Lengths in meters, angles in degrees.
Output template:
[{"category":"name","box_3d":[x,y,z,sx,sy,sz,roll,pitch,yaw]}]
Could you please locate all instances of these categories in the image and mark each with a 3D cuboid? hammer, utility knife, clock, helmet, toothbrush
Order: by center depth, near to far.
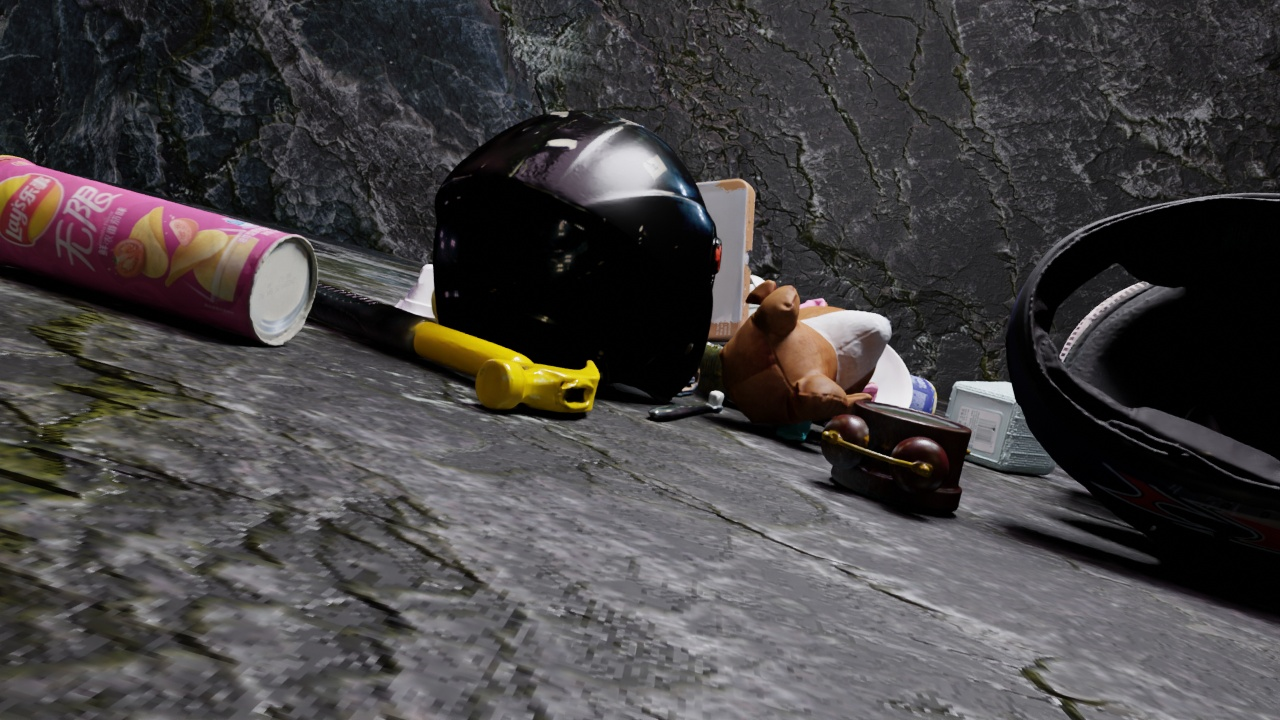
[{"category":"clock","box_3d":[0.161,0.060,0.579,0.082,0.055,0.121,18,7,34]},{"category":"helmet","box_3d":[0.411,0.028,0.631,0.316,0.247,0.240,10,-18,18]},{"category":"hammer","box_3d":[-0.152,-0.015,0.652,0.301,0.033,0.128,18,5,35]},{"category":"toothbrush","box_3d":[0.040,0.037,0.741,0.016,0.018,0.180,19,7,19]},{"category":"helmet","box_3d":[-0.051,-0.098,0.776,0.234,0.231,0.273,16,43,19]},{"category":"utility knife","box_3d":[0.136,0.058,0.814,0.029,0.013,0.151,12,6,12]}]

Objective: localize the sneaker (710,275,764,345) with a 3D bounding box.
[{"category":"sneaker","box_3d":[0.078,-0.055,1.184,0.089,0.090,0.243,-4,-5,-37]}]

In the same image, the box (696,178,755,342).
[{"category":"box","box_3d":[0.004,-0.108,1.046,0.105,0.178,0.261,10,-8,-39]}]

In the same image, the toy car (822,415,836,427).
[{"category":"toy car","box_3d":[0.232,0.066,0.865,0.122,0.037,0.056,12,3,-11]}]

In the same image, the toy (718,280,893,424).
[{"category":"toy","box_3d":[0.155,-0.006,0.801,0.131,0.140,0.199,-25,-12,25]}]

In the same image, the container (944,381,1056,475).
[{"category":"container","box_3d":[0.386,0.070,0.983,0.111,0.090,0.090,6,8,-42]}]

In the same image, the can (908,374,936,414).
[{"category":"can","box_3d":[0.294,0.046,1.074,0.049,0.074,0.148,17,4,-6]}]

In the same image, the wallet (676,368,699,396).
[{"category":"wallet","box_3d":[-0.005,0.005,0.896,0.115,0.033,0.090,15,2,16]}]

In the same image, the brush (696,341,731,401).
[{"category":"brush","box_3d":[0.098,0.014,0.944,0.073,0.055,0.144,10,3,-12]}]

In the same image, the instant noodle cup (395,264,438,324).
[{"category":"instant noodle cup","box_3d":[-0.175,-0.061,1.001,0.173,0.060,0.138,12,5,-13]}]

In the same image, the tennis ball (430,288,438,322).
[{"category":"tennis ball","box_3d":[-0.173,-0.057,0.903,0.065,0.065,0.065,14,5,-1]}]

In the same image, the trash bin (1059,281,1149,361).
[{"category":"trash bin","box_3d":[0.486,0.056,0.833,0.228,0.227,0.192,16,-8,20]}]

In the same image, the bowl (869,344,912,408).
[{"category":"bowl","box_3d":[0.222,0.032,0.984,0.118,0.118,0.065,14,-35,-9]}]

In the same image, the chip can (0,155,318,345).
[{"category":"chip can","box_3d":[-0.311,-0.069,0.569,0.211,0.071,0.071,16,5,11]}]
